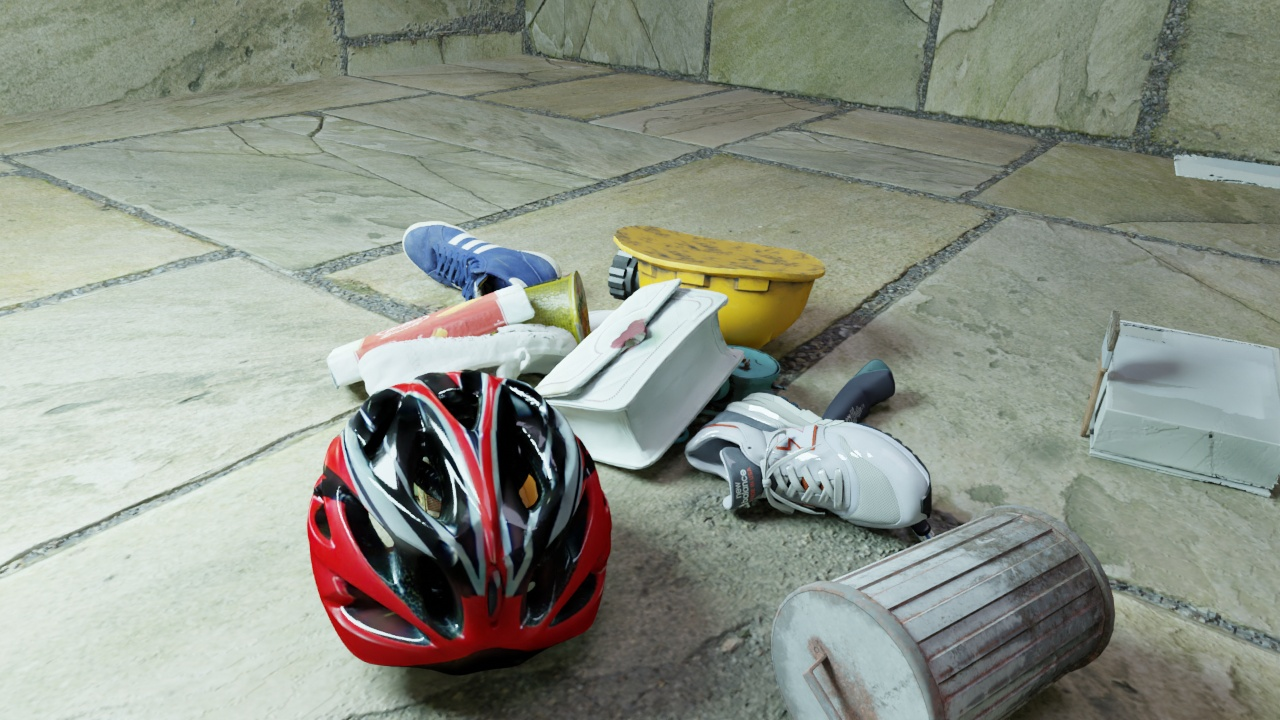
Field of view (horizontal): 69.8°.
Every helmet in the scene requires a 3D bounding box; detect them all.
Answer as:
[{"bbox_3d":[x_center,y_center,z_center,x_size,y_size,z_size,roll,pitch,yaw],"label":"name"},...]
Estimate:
[{"bbox_3d":[0.086,-0.074,1.109,0.256,0.131,0.204,15,19,23],"label":"helmet"},{"bbox_3d":[-0.132,0.102,0.676,0.217,0.167,0.272,-4,30,-20],"label":"helmet"}]

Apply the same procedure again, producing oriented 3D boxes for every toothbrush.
[{"bbox_3d":[0.231,0.117,0.864,0.014,0.014,0.167,-33,25,4],"label":"toothbrush"}]

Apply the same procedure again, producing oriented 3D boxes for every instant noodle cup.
[{"bbox_3d":[-0.119,-0.050,1.090,0.108,0.102,0.102,-8,25,5],"label":"instant noodle cup"}]

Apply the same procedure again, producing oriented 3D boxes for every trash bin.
[{"bbox_3d":[0.194,0.182,0.598,0.210,0.131,0.131,-13,30,-33],"label":"trash bin"}]

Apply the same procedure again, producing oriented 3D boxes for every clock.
[{"bbox_3d":[0.093,0.018,1.004,0.124,0.053,0.090,-1,24,-20],"label":"clock"}]

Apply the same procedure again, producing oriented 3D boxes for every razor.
[{"bbox_3d":[0.233,0.045,0.989,0.052,0.047,0.142,-8,17,39],"label":"razor"}]

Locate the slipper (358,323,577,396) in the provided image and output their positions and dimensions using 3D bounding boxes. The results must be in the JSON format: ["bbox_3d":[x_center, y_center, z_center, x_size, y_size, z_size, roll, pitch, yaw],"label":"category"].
[{"bbox_3d":[-0.170,0.009,0.973,0.246,0.074,0.112,-11,-7,-39],"label":"slipper"}]

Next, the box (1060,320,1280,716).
[{"bbox_3d":[0.561,0.177,1.022,0.169,0.405,0.171,14,28,20],"label":"box"}]

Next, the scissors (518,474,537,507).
[{"bbox_3d":[-0.110,0.086,0.825,0.070,0.013,0.130,23,44,-35],"label":"scissors"}]

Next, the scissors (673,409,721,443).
[{"bbox_3d":[0.024,0.053,0.980,0.135,0.015,0.135,5,25,10],"label":"scissors"}]

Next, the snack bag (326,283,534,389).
[{"bbox_3d":[-0.227,-0.029,0.999,0.225,0.041,0.077,-19,13,-8],"label":"snack bag"}]

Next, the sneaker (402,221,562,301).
[{"bbox_3d":[-0.232,-0.109,1.208,0.233,0.092,0.118,17,30,8],"label":"sneaker"}]

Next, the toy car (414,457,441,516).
[{"bbox_3d":[-0.176,0.108,0.801,0.112,0.047,0.047,8,42,2],"label":"toy car"}]

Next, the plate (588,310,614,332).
[{"bbox_3d":[-0.036,-0.041,1.168,0.134,0.011,0.134,2,26,-1],"label":"plate"}]

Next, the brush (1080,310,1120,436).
[{"bbox_3d":[0.473,0.020,0.947,0.008,0.143,0.045,12,36,20],"label":"brush"}]

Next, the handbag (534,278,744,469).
[{"bbox_3d":[-0.005,0.005,0.919,0.142,0.096,0.198,10,44,38],"label":"handbag"}]

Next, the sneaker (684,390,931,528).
[{"bbox_3d":[0.132,0.101,0.823,0.124,0.089,0.240,-18,24,-29],"label":"sneaker"}]
